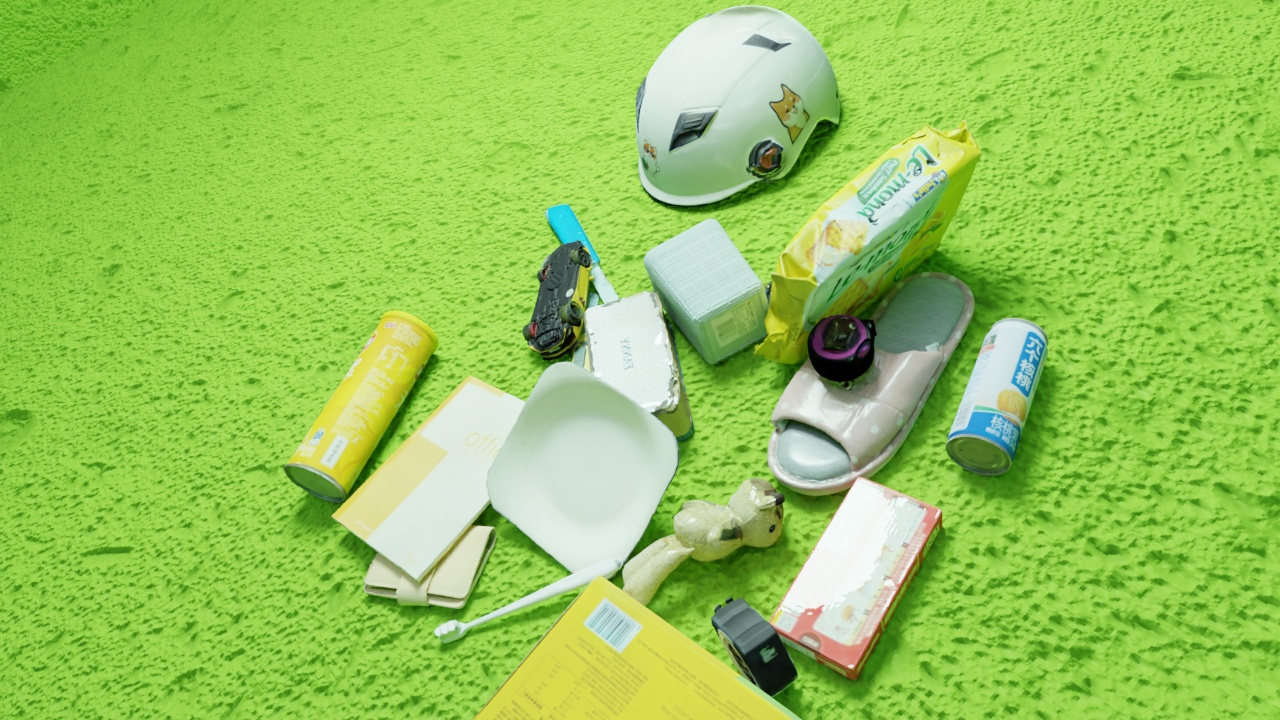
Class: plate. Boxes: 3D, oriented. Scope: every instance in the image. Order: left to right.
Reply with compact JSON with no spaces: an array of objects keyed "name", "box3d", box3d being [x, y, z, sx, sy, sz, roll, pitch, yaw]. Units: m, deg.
[{"name":"plate","box3d":[-0.049,0.100,0.832,0.164,0.034,0.164,35,102,24]}]

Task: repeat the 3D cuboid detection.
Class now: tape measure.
[{"name":"tape measure","box3d":[0.087,0.219,0.689,0.033,0.066,0.066,-31,19,-11]},{"name":"tape measure","box3d":[0.175,-0.013,0.800,0.057,0.039,0.057,7,56,27]}]

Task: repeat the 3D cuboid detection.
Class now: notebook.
[{"name":"notebook","box3d":[-0.193,0.109,0.915,0.146,0.010,0.205,22,60,37]}]

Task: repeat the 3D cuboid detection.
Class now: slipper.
[{"name":"slipper","box3d":[0.212,0.009,0.832,0.114,0.054,0.273,27,64,37]}]

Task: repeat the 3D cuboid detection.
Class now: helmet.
[{"name":"helmet","box3d":[0.102,-0.326,1.104,0.273,0.157,0.230,-36,46,-11]}]

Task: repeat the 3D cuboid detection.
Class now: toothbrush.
[{"name":"toothbrush","box3d":[-0.098,0.207,0.799,0.180,0.016,0.016,-24,47,8]}]

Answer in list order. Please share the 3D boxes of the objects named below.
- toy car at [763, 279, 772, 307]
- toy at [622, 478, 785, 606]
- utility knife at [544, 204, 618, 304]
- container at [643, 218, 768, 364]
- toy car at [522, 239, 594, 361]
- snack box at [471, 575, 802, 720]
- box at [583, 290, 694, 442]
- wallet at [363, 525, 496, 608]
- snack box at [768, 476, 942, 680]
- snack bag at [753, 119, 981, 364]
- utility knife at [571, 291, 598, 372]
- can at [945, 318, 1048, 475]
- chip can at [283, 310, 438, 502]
[{"name":"toy car","box3d":[0.164,-0.081,0.944,0.043,0.036,0.091,30,66,37]},{"name":"toy","box3d":[0.052,0.154,0.771,0.157,0.066,0.105,-32,4,-2]},{"name":"utility knife","box3d":[-0.069,-0.126,1.091,0.034,0.018,0.218,-26,44,-4]},{"name":"container","box3d":[0.073,-0.067,0.935,0.090,0.090,0.111,-29,49,-4]},{"name":"toy car","box3d":[-0.087,-0.071,1.027,0.071,0.041,0.155,-24,44,32]},{"name":"snack box","box3d":[-0.002,0.280,0.669,0.210,0.070,0.157,26,64,37]},{"name":"box","box3d":[-0.005,0.005,0.922,0.090,0.062,0.184,-15,44,8]},{"name":"wallet","box3d":[-0.201,0.190,0.863,0.115,0.024,0.087,2,52,22]},{"name":"snack box","box3d":[0.172,0.168,0.727,0.075,0.025,0.152,21,61,34]},{"name":"snack bag","box3d":[0.203,-0.106,0.855,0.246,0.158,0.068,-38,68,-17]},{"name":"utility knife","box3d":[-0.064,0.004,0.982,0.031,0.022,0.215,-6,44,14]},{"name":"can","box3d":[0.304,0.029,0.778,0.053,0.053,0.134,12,56,30]},{"name":"chip can","box3d":[-0.298,0.046,0.996,0.072,0.072,0.212,5,53,26]}]
